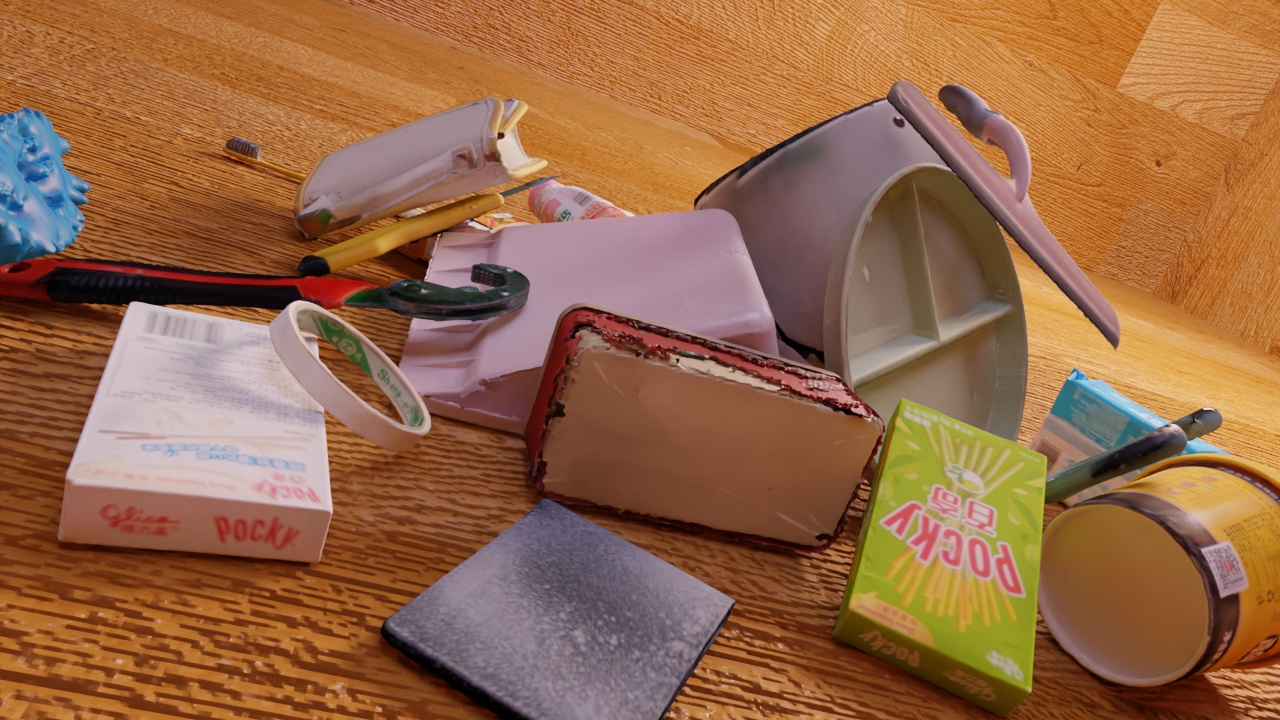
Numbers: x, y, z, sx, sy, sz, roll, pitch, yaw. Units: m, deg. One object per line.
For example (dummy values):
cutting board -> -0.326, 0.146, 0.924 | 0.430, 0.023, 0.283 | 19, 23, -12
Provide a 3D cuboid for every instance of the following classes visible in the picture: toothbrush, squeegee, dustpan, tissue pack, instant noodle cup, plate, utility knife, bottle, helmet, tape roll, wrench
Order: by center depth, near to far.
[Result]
tape roll -> -0.133, 0.007, 0.426 | 0.086, 0.014, 0.085 | 46, 4, -4
wrench -> -0.190, -0.039, 0.480 | 0.273, 0.016, 0.056 | -1, 29, -22
instant noodle cup -> 0.282, 0.113, 0.487 | 0.114, 0.119, 0.118 | -2, 29, -34
dustpan -> -0.003, 0.003, 0.590 | 0.273, 0.139, 0.222 | -7, 32, 3
plate -> 0.188, -0.011, 0.591 | 0.229, 0.230, 0.028 | 3, -3, -42
utility knife -> -0.138, -0.095, 0.631 | 0.208, 0.015, 0.033 | -28, 30, -31
squeegee -> 0.255, -0.161, 0.671 | 0.247, 0.040, 0.249 | 39, 30, -20
tissue pack -> 0.362, 0.076, 0.694 | 0.063, 0.090, 0.140 | 7, 24, -36
helmet -> 0.175, -0.065, 0.732 | 0.274, 0.230, 0.156 | 36, 38, -52
toothbrush -> -0.254, -0.148, 0.770 | 0.191, 0.018, 0.016 | 19, 21, -7
bottle -> -0.044, -0.117, 0.834 | 0.068, 0.068, 0.197 | 6, 22, -37

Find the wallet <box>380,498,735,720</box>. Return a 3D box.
wallet -> -0.025, 0.098, 0.349 | 0.097, 0.019, 0.120 | 25, 21, 17

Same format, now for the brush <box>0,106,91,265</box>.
brush -> -0.295, -0.033, 0.349 | 0.109, 0.060, 0.314 | -24, 30, -11

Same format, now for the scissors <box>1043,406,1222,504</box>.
scissors -> 0.274, 0.063, 0.542 | 0.181, 0.170, 0.019 | 41, 25, -73

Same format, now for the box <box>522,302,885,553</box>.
box -> 0.033, 0.037, 0.457 | 0.168, 0.091, 0.076 | 15, 16, -18

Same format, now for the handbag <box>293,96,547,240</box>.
handbag -> -0.163, -0.131, 0.640 | 0.163, 0.063, 0.178 | -15, 18, 13

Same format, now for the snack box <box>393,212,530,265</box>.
snack box -> -0.124, -0.093, 0.745 | 0.075, 0.026, 0.153 | 27, 20, 18

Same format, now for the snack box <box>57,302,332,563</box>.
snack box -> -0.176, 0.023, 0.378 | 0.084, 0.027, 0.156 | 12, 21, -26

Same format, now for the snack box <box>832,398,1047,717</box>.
snack box -> 0.154, 0.089, 0.458 | 0.086, 0.026, 0.156 | 23, 42, 9
